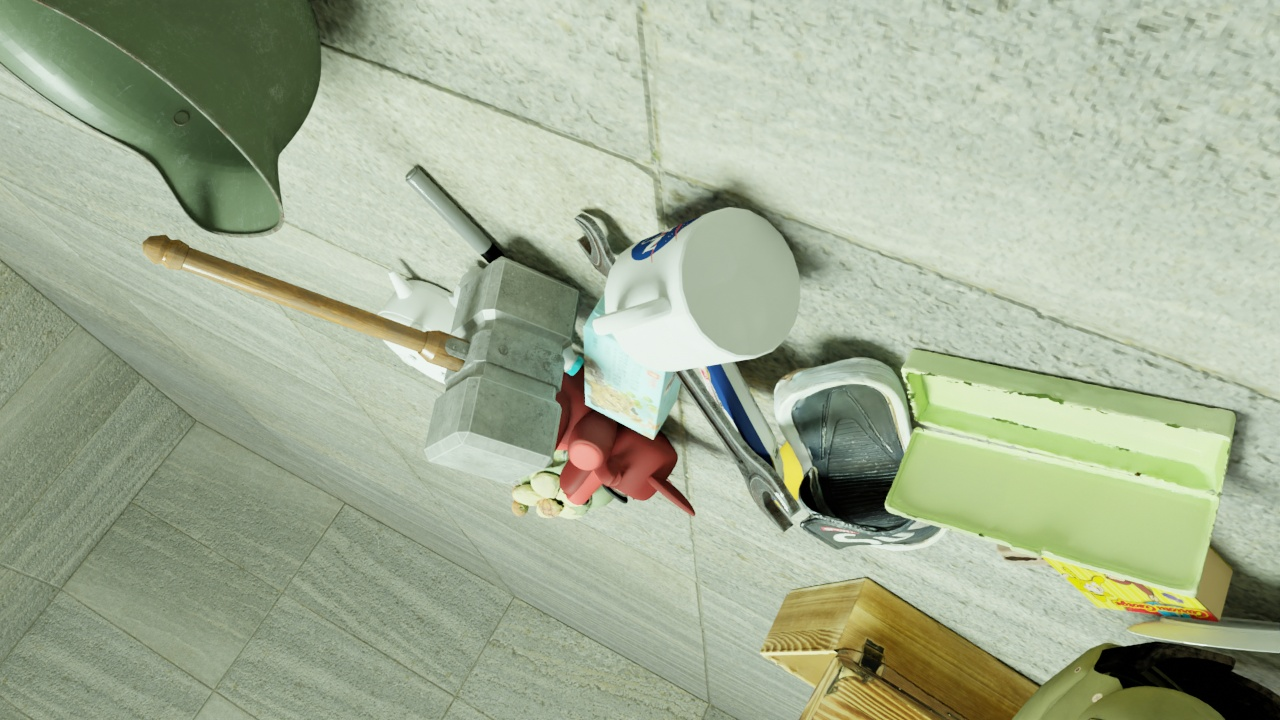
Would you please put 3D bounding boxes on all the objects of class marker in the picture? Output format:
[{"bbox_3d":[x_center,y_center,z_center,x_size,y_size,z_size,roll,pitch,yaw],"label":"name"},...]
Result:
[{"bbox_3d":[0.068,0.034,0.811,0.013,0.012,0.142,19,154,27],"label":"marker"},{"bbox_3d":[-0.143,-0.108,0.773,0.016,0.016,0.140,2,144,50],"label":"marker"}]

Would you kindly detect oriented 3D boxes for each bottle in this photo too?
[{"bbox_3d":[0.138,0.090,0.797,0.043,0.043,0.144,29,157,5],"label":"bottle"},{"bbox_3d":[-0.112,-0.033,0.853,0.136,0.044,0.044,37,157,-14],"label":"bottle"}]

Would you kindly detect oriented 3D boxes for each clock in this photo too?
[{"bbox_3d":[-0.221,-0.019,0.979,0.125,0.072,0.161,28,157,7],"label":"clock"}]

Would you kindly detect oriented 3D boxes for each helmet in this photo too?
[{"bbox_3d":[0.381,0.305,0.636,0.250,0.255,0.233,38,154,-12],"label":"helmet"},{"bbox_3d":[-0.308,-0.211,0.584,0.268,0.153,0.227,14,156,26],"label":"helmet"}]

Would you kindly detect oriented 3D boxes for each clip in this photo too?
[{"bbox_3d":[0.311,0.147,0.726,0.061,0.025,0.049,19,153,24],"label":"clip"}]

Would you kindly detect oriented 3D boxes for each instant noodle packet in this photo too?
[{"bbox_3d":[0.081,0.043,0.713,0.087,0.026,0.134,66,179,-55],"label":"instant noodle packet"}]

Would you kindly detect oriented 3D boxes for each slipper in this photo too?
[{"bbox_3d":[0.172,0.096,0.700,0.111,0.063,0.264,-12,137,18],"label":"slipper"}]

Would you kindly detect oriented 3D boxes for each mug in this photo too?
[{"bbox_3d":[0.026,-0.038,0.577,0.090,0.121,0.091,-11,99,58],"label":"mug"}]

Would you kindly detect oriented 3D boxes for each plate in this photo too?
[{"bbox_3d":[0.411,0.187,0.633,0.134,0.011,0.134,2,171,0],"label":"plate"}]

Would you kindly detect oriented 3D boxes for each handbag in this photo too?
[{"bbox_3d":[-0.119,0.136,1.116,0.187,0.116,0.113,8,149,40],"label":"handbag"}]

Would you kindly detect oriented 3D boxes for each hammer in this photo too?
[{"bbox_3d":[-0.208,-0.029,0.700,0.317,0.162,0.083,21,153,-28],"label":"hammer"}]

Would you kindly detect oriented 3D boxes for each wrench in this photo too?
[{"bbox_3d":[0.031,0.008,0.665,0.273,0.010,0.070,55,165,4],"label":"wrench"}]

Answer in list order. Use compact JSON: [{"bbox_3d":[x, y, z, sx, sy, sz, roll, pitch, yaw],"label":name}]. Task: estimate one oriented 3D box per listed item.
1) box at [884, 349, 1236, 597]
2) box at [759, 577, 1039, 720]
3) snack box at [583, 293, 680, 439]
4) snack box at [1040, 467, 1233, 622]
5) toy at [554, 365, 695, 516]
[{"bbox_3d":[0.245,0.060,0.558,0.188,0.097,0.082,11,151,35],"label":"box"},{"bbox_3d":[0.270,0.463,1.041,0.279,0.335,0.287,34,156,-2],"label":"box"},{"bbox_3d":[-0.005,0.005,0.787,0.075,0.053,0.175,26,158,9],"label":"snack box"},{"bbox_3d":[0.329,0.127,0.638,0.126,0.040,0.088,39,156,-19],"label":"snack box"},{"bbox_3d":[-0.045,0.086,0.925,0.197,0.120,0.158,33,-176,-16],"label":"toy"}]
